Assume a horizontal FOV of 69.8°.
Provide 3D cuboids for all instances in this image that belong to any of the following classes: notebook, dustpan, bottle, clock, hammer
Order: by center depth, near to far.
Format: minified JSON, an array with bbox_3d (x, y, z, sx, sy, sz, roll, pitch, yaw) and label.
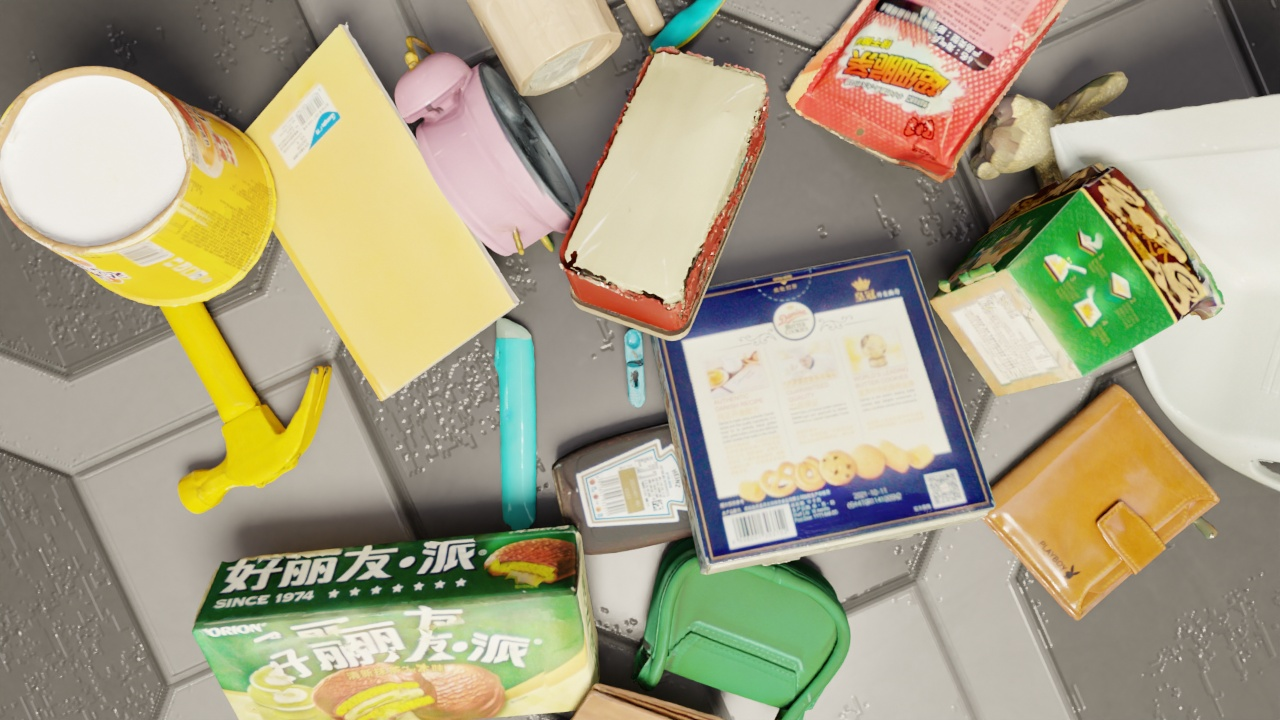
[{"bbox_3d":[0.379,-0.020,0.532,0.257,0.223,0.142,28,81,-30],"label":"dustpan"},{"bbox_3d":[-0.100,-0.140,0.590,0.060,0.117,0.158,-30,93,12],"label":"clock"},{"bbox_3d":[-0.183,-0.090,0.609,0.146,0.010,0.206,-32,91,31],"label":"notebook"},{"bbox_3d":[0.041,0.077,0.630,0.195,0.044,0.080,-14,87,0],"label":"bottle"},{"bbox_3d":[-0.322,-0.050,0.634,0.129,0.033,0.300,-29,92,1],"label":"hammer"}]

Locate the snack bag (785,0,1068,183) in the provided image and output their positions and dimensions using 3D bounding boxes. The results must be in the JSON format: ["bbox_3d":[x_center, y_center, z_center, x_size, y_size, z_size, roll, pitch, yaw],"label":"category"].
[{"bbox_3d":[0.206,-0.227,0.604,0.128,0.073,0.208,38,95,25],"label":"snack bag"}]

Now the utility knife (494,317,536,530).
[{"bbox_3d":[-0.088,0.045,0.646,0.029,0.013,0.151,0,94,3],"label":"utility knife"}]

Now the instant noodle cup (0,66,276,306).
[{"bbox_3d":[-0.310,-0.108,0.561,0.138,0.110,0.138,0,86,-5],"label":"instant noodle cup"}]

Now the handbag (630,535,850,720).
[{"bbox_3d":[0.068,0.186,0.621,0.131,0.068,0.120,19,93,0],"label":"handbag"}]

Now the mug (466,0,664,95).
[{"bbox_3d":[-0.054,-0.248,0.609,0.124,0.084,0.103,-29,93,-25],"label":"mug"}]

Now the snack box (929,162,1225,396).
[{"bbox_3d":[0.258,-0.039,0.574,0.105,0.118,0.117,-36,91,-18],"label":"snack box"}]

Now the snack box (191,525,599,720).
[{"bbox_3d":[-0.151,0.179,0.602,0.240,0.063,0.115,-5,124,0],"label":"snack box"}]

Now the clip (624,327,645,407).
[{"bbox_3d":[-0.004,0.004,0.640,0.014,0.047,0.057,-2,94,-1],"label":"clip"}]

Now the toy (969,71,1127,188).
[{"bbox_3d":[0.306,-0.147,0.617,0.157,0.066,0.105,3,134,-4],"label":"toy"}]

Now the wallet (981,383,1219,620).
[{"bbox_3d":[0.318,0.103,0.637,0.130,0.035,0.119,-42,85,2],"label":"wallet"}]

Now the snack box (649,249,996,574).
[{"bbox_3d":[0.109,0.031,0.594,0.178,0.046,0.182,-11,70,-2],"label":"snack box"}]

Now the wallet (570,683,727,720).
[{"bbox_3d":[0.002,0.262,0.615,0.115,0.020,0.101,23,124,-10],"label":"wallet"}]

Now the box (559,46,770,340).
[{"bbox_3d":[0.019,-0.109,0.578,0.091,0.080,0.168,20,75,10],"label":"box"}]

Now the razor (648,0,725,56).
[{"bbox_3d":[0.051,-0.256,0.626,0.043,0.028,0.132,39,88,22],"label":"razor"}]
